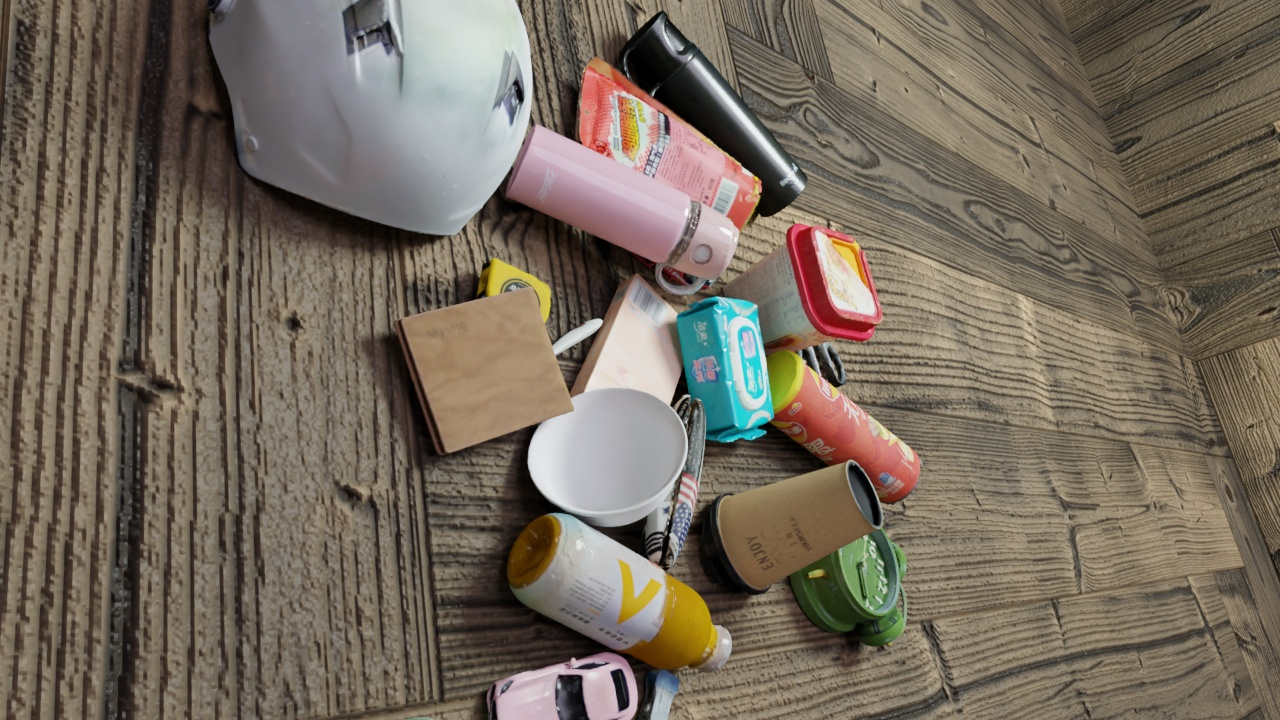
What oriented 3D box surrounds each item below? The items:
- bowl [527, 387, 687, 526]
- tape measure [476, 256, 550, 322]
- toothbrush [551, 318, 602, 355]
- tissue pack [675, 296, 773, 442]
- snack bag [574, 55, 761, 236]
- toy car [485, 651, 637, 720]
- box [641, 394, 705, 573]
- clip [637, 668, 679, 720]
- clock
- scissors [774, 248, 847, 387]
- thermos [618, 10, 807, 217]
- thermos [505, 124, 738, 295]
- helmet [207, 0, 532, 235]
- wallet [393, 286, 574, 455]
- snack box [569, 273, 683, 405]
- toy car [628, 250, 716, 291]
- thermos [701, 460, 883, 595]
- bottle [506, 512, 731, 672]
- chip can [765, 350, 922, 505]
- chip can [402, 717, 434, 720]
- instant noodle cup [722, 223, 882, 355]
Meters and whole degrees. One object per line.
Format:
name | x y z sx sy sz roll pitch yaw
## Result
bowl | -0.021 0.085 0.695 0.065 0.118 0.118 80 22 -46
tape measure | -0.101 -0.044 0.716 0.060 0.029 0.057 23 55 -30
toothbrush | -0.087 -0.002 0.721 0.017 0.016 0.187 53 41 3
tissue pack | 0.080 0.010 0.839 0.093 0.050 0.133 -8 88 -60
snack bag | 0.024 -0.198 0.908 0.207 0.073 0.128 23 63 -32
toy car | -0.048 0.232 0.623 0.122 0.037 0.056 3 67 -45
box | 0.024 0.099 0.751 0.069 0.051 0.163 84 14 -47
clip | 0.012 0.260 0.684 0.026 0.038 0.058 45 46 -24
clock | 0.210 0.210 0.892 0.161 0.056 0.115 40 46 -25
scissors | 0.185 -0.045 1.033 0.165 0.014 0.162 49 41 -16
thermos | 0.075 -0.257 0.997 0.242 0.068 0.090 43 77 -20
thermos | -0.017 -0.123 0.789 0.198 0.087 0.067 23 30 -18
helmet | -0.169 -0.228 0.650 0.228 0.146 0.258 16 59 -41
wallet | -0.110 0.005 0.660 0.115 0.020 0.101 -19 89 -39
snack box | -0.005 0.005 0.795 0.084 0.026 0.156 43 44 -22
toy car | 0.023 -0.110 0.870 0.120 0.045 0.052 33 50 -23
thermos | 0.129 0.140 0.785 0.093 0.144 0.092 41 34 -36
bottle | -0.009 0.177 0.668 0.189 0.068 0.067 36 47 -29
chip can | 0.201 0.073 0.944 0.216 0.073 0.073 36 48 -31
chip can | -0.102 0.306 0.498 0.072 0.073 0.221 -22 86 -50
instant noodle cup | 0.159 -0.062 0.927 0.116 0.124 0.116 7 66 -46
